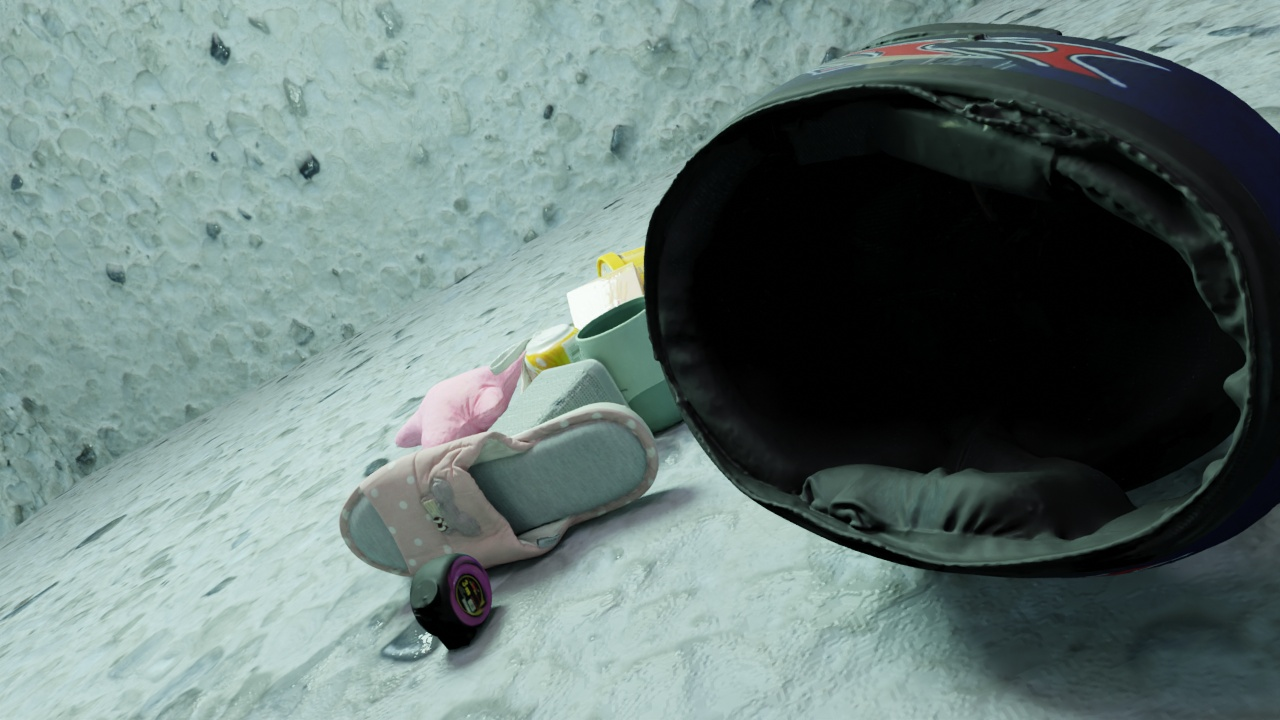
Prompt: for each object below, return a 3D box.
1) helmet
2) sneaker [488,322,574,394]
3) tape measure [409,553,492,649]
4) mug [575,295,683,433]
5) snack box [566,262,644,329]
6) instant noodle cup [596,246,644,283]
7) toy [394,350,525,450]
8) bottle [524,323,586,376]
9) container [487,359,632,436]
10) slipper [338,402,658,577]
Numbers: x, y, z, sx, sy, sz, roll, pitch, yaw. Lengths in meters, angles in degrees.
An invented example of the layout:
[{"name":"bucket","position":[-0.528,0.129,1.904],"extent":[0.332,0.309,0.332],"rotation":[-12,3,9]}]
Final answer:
[{"name":"helmet","position":[0.169,-0.033,0.437],"extent":[0.239,0.247,0.316],"rotation":[-13,16,-35]},{"name":"sneaker","position":[-0.094,0.002,1.042],"extent":[0.118,0.088,0.240],"rotation":[-23,17,20]},{"name":"tape measure","position":[-0.135,0.167,0.648],"extent":[0.039,0.057,0.057],"rotation":[-22,25,26]},{"name":"mug","position":[-0.005,0.005,0.843],"extent":[0.082,0.106,0.112],"rotation":[-36,18,-22]},{"name":"snack box","position":[-0.024,-0.027,0.972],"extent":[0.084,0.026,0.157],"rotation":[-25,52,11]},{"name":"instant noodle cup","position":[0.023,-0.089,1.094],"extent":[0.114,0.118,0.118],"rotation":[-24,14,-12]},{"name":"toy","position":[-0.222,0.066,1.097],"extent":[0.195,0.074,0.178],"rotation":[-22,27,33]},{"name":"bottle","position":[-0.065,0.021,0.893],"extent":[0.063,0.108,0.063],"rotation":[-27,15,7]},{"name":"container","position":[-0.074,0.071,0.794],"extent":[0.090,0.090,0.114],"rotation":[-13,25,45]},{"name":"slipper","position":[-0.116,0.108,0.711],"extent":[0.275,0.114,0.054],"rotation":[-19,16,14]}]
